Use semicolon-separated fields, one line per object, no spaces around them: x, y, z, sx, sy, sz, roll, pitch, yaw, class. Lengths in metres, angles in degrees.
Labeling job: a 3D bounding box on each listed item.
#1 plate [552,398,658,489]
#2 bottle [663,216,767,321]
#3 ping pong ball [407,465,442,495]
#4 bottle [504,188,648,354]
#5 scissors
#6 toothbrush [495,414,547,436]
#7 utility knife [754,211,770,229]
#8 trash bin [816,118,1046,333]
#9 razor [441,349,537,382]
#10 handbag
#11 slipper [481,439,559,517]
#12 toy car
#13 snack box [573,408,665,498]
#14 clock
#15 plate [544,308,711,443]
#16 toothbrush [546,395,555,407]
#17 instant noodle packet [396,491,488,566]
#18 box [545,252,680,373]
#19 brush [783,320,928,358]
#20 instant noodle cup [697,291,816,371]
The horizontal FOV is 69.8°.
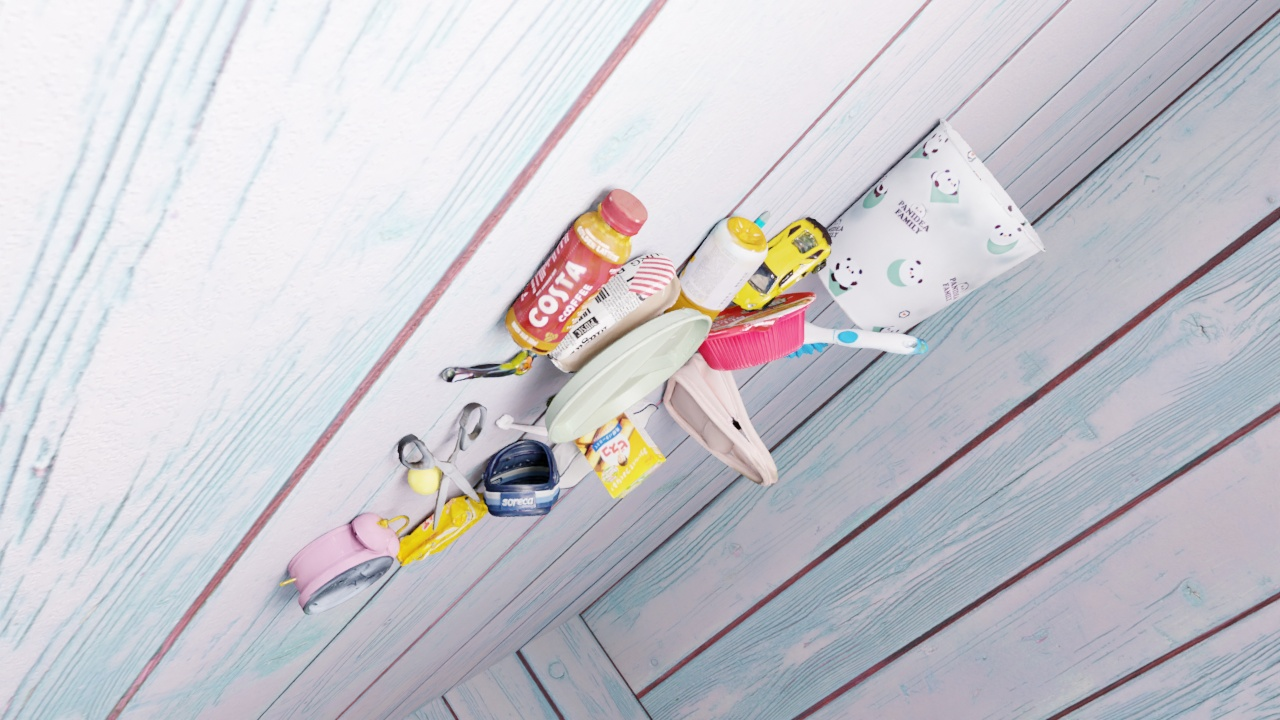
-0.066;0.123;1.411;0.204;0.045;0.205;-39;167;-11;plate
0.078;-0.088;1.091;0.067;0.068;0.190;-23;159;-43;bottle
-0.248;0.135;1.061;0.040;0.040;0.040;-35;165;-11;ping pong ball
-0.058;-0.080;0.831;0.057;0.057;0.175;-17;154;-53;bottle
-0.218;0.122;1.036;0.159;0.014;0.181;12;111;-52;scissors
-0.146;0.086;1.198;0.016;0.016;0.180;-45;163;4;toothbrush
0.082;-0.107;1.149;0.222;0.013;0.029;-44;165;16;utility knife
0.394;-0.171;1.302;0.253;0.229;0.229;-38;166;27;trash bin
-0.150;0.008;0.948;0.043;0.022;0.142;-49;161;29;razor
0.139;0.108;1.479;0.093;0.234;0.193;-33;164;-12;handbag
-0.161;0.154;1.226;0.105;0.095;0.253;2;180;-3;slipper
0.182;-0.125;1.213;0.156;0.071;0.041;-36;166;-3;toy car
-0.039;0.110;1.269;0.087;0.140;0.033;-42;162;16;snack box
-0.346;0.236;1.104;0.158;0.060;0.117;-32;163;-15;clock
-0.016;0.016;1.046;0.230;0.027;0.230;-35;165;-11;plate
-0.057;0.032;1.244;0.185;0.012;0.017;-22;164;-45;toothbrush
-0.273;0.230;1.276;0.128;0.044;0.110;-38;172;15;instant noodle packet
-0.029;-0.048;0.952;0.162;0.076;0.087;-34;-167;0;box
0.255;-0.033;1.313;0.109;0.315;0.060;34;70;-63;brush
0.150;-0.035;1.244;0.194;0.066;0.193;-16;-171;2;instant noodle cup
